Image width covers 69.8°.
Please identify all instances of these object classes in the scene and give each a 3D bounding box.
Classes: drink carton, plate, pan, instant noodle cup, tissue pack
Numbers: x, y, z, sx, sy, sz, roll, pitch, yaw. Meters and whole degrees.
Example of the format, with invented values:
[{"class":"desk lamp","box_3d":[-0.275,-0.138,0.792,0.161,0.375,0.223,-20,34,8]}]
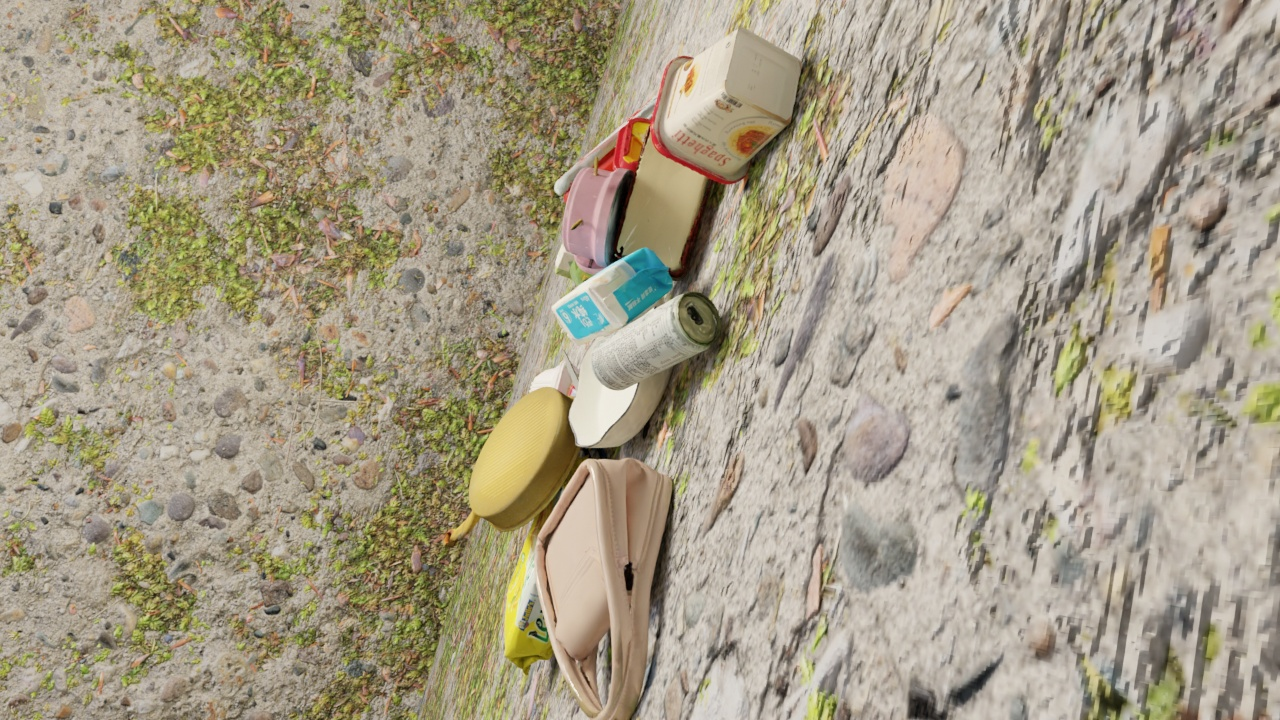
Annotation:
[{"class":"drink carton","box_3d":[-0.068,-0.142,1.413,0.053,0.122,0.046,-94,25,-62]},{"class":"plate","box_3d":[-0.018,0.011,1.078,0.205,0.045,0.204,-51,25,36]},{"class":"pan","box_3d":[-0.191,0.170,1.241,0.359,0.078,0.197,-34,33,35]},{"class":"instant noodle cup","box_3d":[0.020,-0.229,1.182,0.124,0.116,0.116,102,176,-49]},{"class":"tissue pack","box_3d":[-0.031,-0.067,1.005,0.089,0.063,0.140,-39,9,-27]},{"class":"instant noodle cup","box_3d":[0.087,-0.252,0.900,0.124,0.116,0.116,-21,52,60]},{"class":"instant noodle cup","box_3d":[-0.128,0.097,1.353,0.138,0.060,0.173,54,-134,-59]}]

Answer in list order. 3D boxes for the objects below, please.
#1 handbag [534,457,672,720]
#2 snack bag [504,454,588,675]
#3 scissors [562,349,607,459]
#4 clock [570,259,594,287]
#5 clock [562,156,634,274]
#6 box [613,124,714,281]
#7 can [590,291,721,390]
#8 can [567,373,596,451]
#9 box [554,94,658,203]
[{"class":"handbag","box_3d":[-0.034,0.228,0.868,0.233,0.093,0.194,-96,24,-43]},{"class":"snack bag","box_3d":[-0.109,0.254,1.172,0.158,0.068,0.247,-110,39,-71]},{"class":"scissors","box_3d":[-0.070,0.062,1.218,0.174,0.012,0.162,-8,88,42]},{"class":"clock","box_3d":[-0.033,-0.108,1.227,0.056,0.116,0.161,-54,17,30]},{"class":"clock","box_3d":[-0.046,-0.165,1.091,0.158,0.060,0.117,67,-143,-73]},{"class":"box","box_3d":[0.033,-0.184,1.052,0.077,0.091,0.168,30,-104,-82]},{"class":"can","box_3d":[0.013,-0.017,0.913,0.147,0.058,0.058,-28,43,48]},{"class":"can","box_3d":[-0.075,0.072,1.277,0.066,0.066,0.094,-118,46,-74]},{"class":"box","box_3d":[-0.030,-0.285,1.261,0.201,0.095,0.098,-40,47,3]}]
